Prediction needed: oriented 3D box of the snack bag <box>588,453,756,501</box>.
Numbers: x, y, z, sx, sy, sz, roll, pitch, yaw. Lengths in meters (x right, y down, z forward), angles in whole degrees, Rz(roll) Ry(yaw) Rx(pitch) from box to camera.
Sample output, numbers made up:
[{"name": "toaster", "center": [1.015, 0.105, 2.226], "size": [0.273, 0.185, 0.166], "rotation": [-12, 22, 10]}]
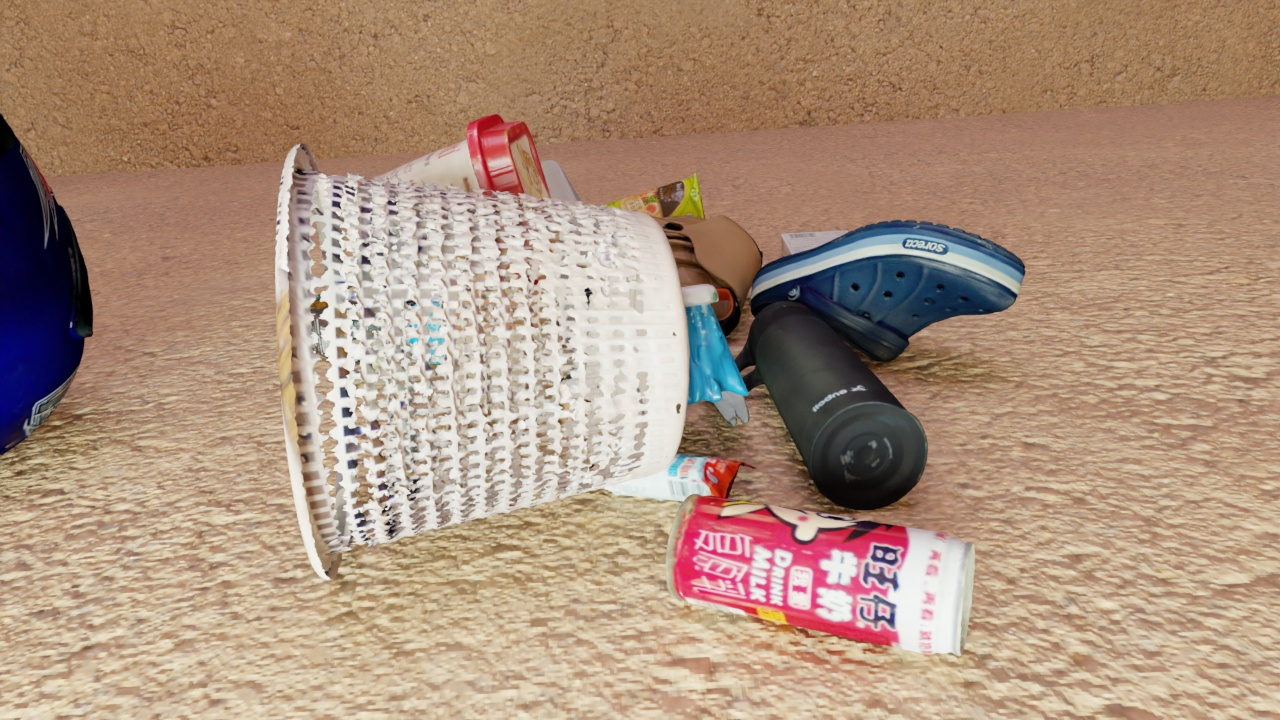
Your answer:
[{"name": "snack bag", "center": [0.016, 0.070, 0.559], "size": [0.105, 0.026, 0.045], "rotation": [2, 31, 25]}]

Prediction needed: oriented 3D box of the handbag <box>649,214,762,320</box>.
[{"name": "handbag", "center": [0.038, -0.090, 0.905], "size": [0.148, 0.100, 0.204], "rotation": [5, 24, 13]}]

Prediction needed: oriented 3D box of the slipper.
[{"name": "slipper", "center": [0.184, -0.048, 0.760], "size": [0.105, 0.095, 0.253], "rotation": [17, -13, -36]}]

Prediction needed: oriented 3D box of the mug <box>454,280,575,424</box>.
[{"name": "mug", "center": [-0.093, -0.017, 0.711], "size": [0.082, 0.106, 0.114], "rotation": [12, 24, 38]}]

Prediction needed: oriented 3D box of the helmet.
[{"name": "helmet", "center": [-0.536, -0.046, 0.662], "size": [0.246, 0.241, 0.315], "rotation": [-13, 32, -25]}]

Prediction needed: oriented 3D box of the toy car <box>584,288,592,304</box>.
[{"name": "toy car", "center": [-0.075, -0.074, 0.985], "size": [0.048, 0.031, 0.106], "rotation": [-21, 24, -38]}]

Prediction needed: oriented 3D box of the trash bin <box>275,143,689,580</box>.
[{"name": "trash bin", "center": [-0.083, -0.005, 0.506], "size": [0.192, 0.228, 0.227], "rotation": [-4, 19, -13]}]

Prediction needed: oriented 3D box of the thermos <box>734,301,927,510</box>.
[{"name": "thermos", "center": [0.114, 0.025, 0.633], "size": [0.090, 0.068, 0.242], "rotation": [-36, 16, 7]}]

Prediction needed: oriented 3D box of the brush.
[{"name": "brush", "center": [0.000, -0.026, 0.685], "size": [0.060, 0.109, 0.315], "rotation": [-11, 2, -14]}]

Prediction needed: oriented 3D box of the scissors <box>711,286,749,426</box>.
[{"name": "scissors", "center": [0.063, -0.013, 0.710], "size": [0.139, 0.022, 0.235], "rotation": [-30, 27, -17]}]

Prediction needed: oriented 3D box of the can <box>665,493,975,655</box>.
[{"name": "can", "center": [0.082, 0.097, 0.425], "size": [0.133, 0.053, 0.053], "rotation": [5, 21, 25]}]

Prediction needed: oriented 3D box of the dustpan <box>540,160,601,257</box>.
[{"name": "dustpan", "center": [-0.142, -0.121, 1.081], "size": [0.223, 0.143, 0.257], "rotation": [-20, 47, 6]}]

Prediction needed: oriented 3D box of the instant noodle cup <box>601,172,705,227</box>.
[{"name": "instant noodle cup", "center": [0.019, -0.163, 1.129], "size": [0.123, 0.112, 0.111], "rotation": [-10, 19, 6]}]

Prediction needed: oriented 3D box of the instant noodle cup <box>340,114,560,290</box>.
[{"name": "instant noodle cup", "center": [-0.130, -0.100, 0.640], "size": [0.124, 0.117, 0.116], "rotation": [-14, 18, 8]}]

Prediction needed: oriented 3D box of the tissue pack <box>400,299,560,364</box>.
[{"name": "tissue pack", "center": [-0.133, -0.030, 0.822], "size": [0.140, 0.063, 0.089], "rotation": [2, 18, 13]}]

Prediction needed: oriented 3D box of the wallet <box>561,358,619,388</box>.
[{"name": "wallet", "center": [-0.005, 0.004, 0.769], "size": [0.120, 0.019, 0.097], "rotation": [-18, 23, -41]}]

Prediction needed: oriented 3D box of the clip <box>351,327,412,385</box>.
[{"name": "clip", "center": [-0.225, -0.007, 0.814], "size": [0.035, 0.074, 0.100], "rotation": [2, 24, 19]}]

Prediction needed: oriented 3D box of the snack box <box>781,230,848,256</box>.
[{"name": "snack box", "center": [0.216, -0.126, 1.087], "size": [0.085, 0.027, 0.156], "rotation": [-2, 19, 4]}]

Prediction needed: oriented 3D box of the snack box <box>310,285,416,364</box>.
[{"name": "snack box", "center": [-0.280, -0.039, 0.910], "size": [0.126, 0.053, 0.113], "rotation": [18, 28, 36]}]
